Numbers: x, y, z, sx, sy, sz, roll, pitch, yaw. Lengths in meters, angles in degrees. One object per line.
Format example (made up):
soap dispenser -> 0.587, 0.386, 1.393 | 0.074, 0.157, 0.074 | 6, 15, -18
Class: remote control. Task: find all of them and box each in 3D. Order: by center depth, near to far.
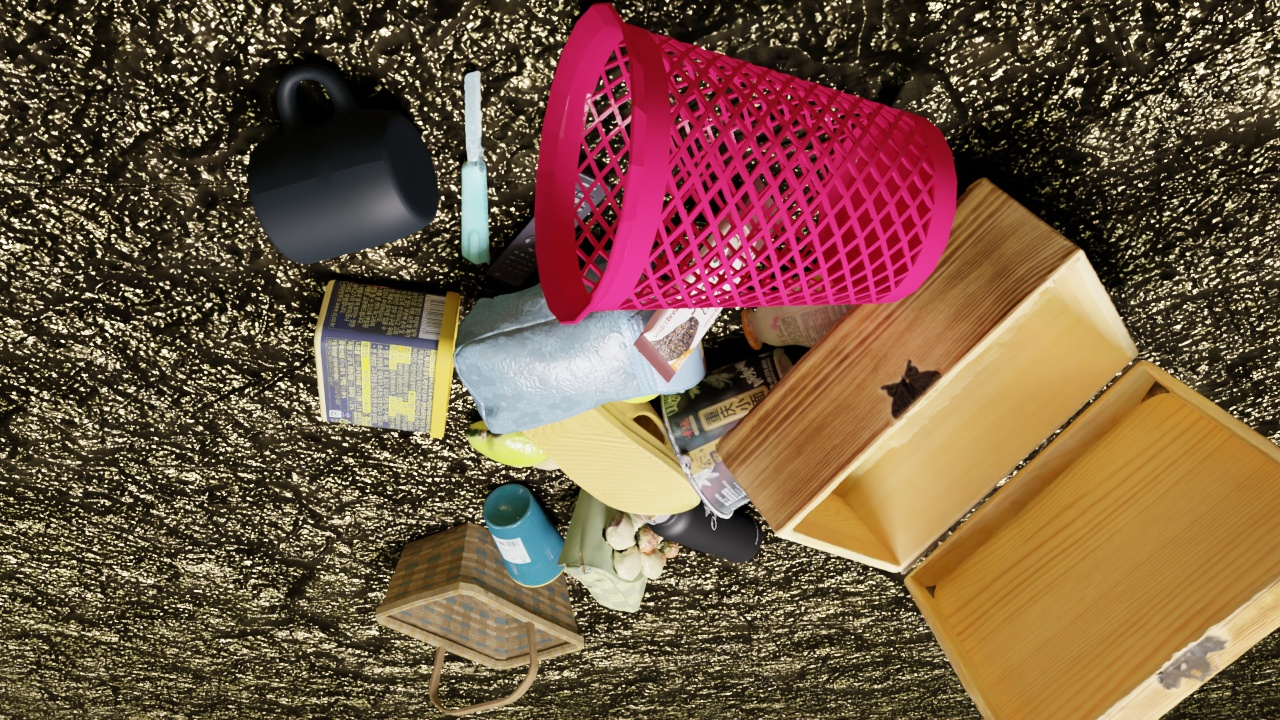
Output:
remote control -> -0.072, -0.101, 0.694 | 0.032, 0.015, 0.137 | 21, 140, -29

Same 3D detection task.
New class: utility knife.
utility knife -> -0.118, -0.129, 0.650 | 0.022, 0.015, 0.180 | 2, 145, -8

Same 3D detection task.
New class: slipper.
slipper -> -0.047, 0.052, 0.859 | 0.100, 0.078, 0.263 | -30, 119, 32

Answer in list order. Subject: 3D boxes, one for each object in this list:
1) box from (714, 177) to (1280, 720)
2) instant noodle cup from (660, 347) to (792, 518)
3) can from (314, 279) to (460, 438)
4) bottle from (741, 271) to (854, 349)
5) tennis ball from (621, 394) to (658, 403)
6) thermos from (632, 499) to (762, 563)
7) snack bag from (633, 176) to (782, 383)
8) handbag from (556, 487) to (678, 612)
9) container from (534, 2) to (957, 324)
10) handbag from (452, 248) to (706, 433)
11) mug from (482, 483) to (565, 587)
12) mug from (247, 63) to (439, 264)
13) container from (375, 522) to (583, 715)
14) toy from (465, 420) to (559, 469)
box -> 0.293, 0.105, 0.672 | 0.279, 0.315, 0.281 | -48, 143, 13
instant noodle cup -> 0.099, 0.059, 0.830 | 0.112, 0.137, 0.137 | -25, 139, 17
can -> -0.212, 0.000, 0.773 | 0.104, 0.075, 0.135 | 8, 143, -10
bottle -> 0.139, -0.040, 0.754 | 0.109, 0.063, 0.063 | -17, 142, 21
tennis ball -> -0.005, 0.005, 0.800 | 0.065, 0.065, 0.065 | -2, 144, -2
thermos -> 0.057, 0.174, 1.008 | 0.061, 0.061, 0.231 | -23, 149, 25
snack bag -> 0.053, -0.059, 0.672 | 0.013, 0.157, 0.057 | 25, 164, 42
handbag -> -0.017, 0.215, 1.043 | 0.117, 0.113, 0.186 | 0, 148, 20
container -> 0.067, -0.106, 0.578 | 0.225, 0.183, 0.184 | 3, 144, -21
handbag -> -0.047, -0.020, 0.722 | 0.192, 0.118, 0.122 | -16, 130, 7
mug -> -0.135, 0.197, 1.050 | 0.078, 0.078, 0.121 | -9, 139, 8
mug -> -0.196, -0.131, 0.598 | 0.094, 0.085, 0.122 | -12, 114, 11
container -> -0.193, 0.335, 1.135 | 0.158, 0.186, 0.250 | -22, 140, 23
toy -> -0.110, 0.085, 0.911 | 0.115, 0.046, 0.092 | 21, 164, -36
